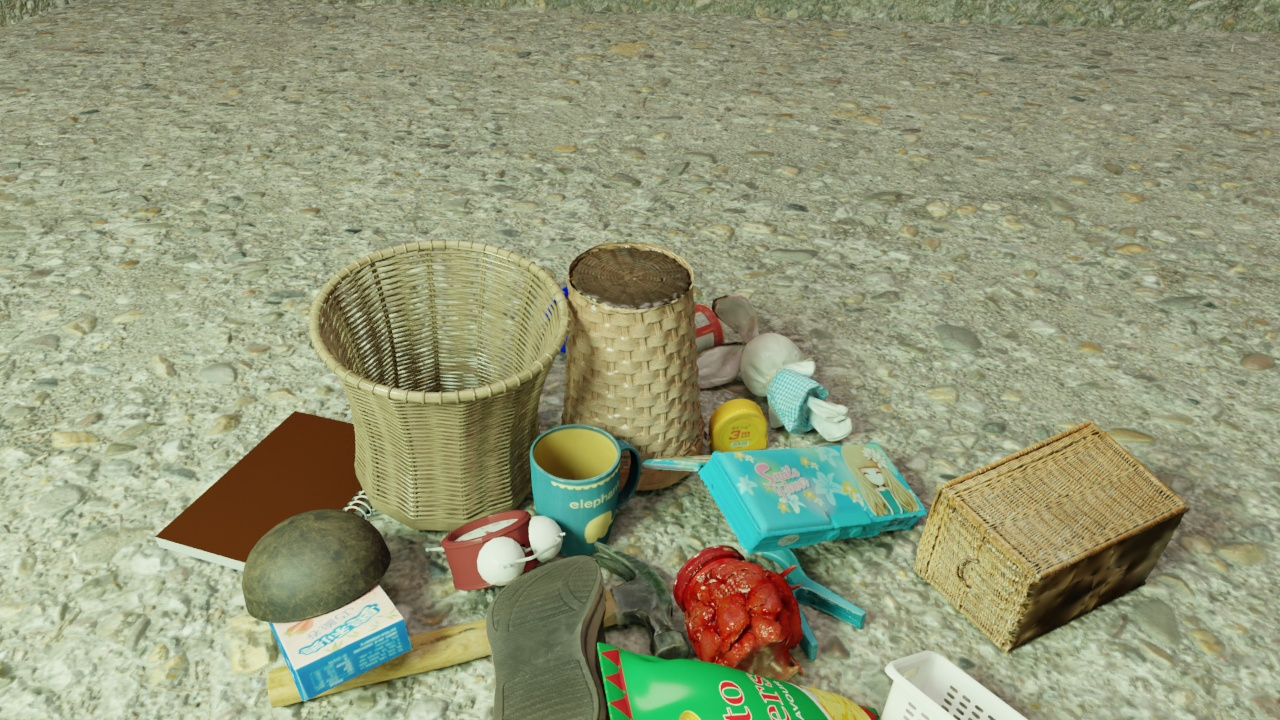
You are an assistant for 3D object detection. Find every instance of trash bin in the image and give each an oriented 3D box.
[{"bbox_3d":[-0.005,0.006,0.917,0.151,0.210,0.151,1,37,-1],"label":"trash bin"}]

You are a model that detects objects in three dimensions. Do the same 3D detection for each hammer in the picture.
[{"bbox_3d":[-0.135,0.231,0.766,0.330,0.033,0.132,-10,37,-13],"label":"hammer"}]

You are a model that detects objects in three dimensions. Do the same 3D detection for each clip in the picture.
[{"bbox_3d":[0.121,0.209,0.802,0.113,0.028,0.126,-14,37,-22],"label":"clip"}]

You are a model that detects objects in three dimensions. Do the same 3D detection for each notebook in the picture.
[{"bbox_3d":[-0.342,0.131,0.924,0.172,0.022,0.208,10,35,18],"label":"notebook"}]

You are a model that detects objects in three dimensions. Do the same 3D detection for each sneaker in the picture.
[{"bbox_3d":[-0.053,0.243,0.676,0.095,0.120,0.234,-18,24,-4],"label":"sneaker"}]

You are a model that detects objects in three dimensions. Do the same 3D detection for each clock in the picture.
[{"bbox_3d":[-0.123,0.166,0.808,0.125,0.044,0.086,-12,7,41],"label":"clock"}]

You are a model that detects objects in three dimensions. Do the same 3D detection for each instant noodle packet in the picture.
[{"bbox_3d":[0.096,0.286,0.591,0.252,0.090,0.195,21,26,-25],"label":"instant noodle packet"}]

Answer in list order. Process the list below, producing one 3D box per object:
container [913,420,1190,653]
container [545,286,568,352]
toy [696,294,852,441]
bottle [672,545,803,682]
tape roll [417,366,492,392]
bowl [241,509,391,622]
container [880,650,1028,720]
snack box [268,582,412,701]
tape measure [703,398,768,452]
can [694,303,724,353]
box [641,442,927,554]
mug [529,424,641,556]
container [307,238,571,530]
[{"bbox_3d":[0.355,0.153,0.803,0.198,0.114,0.112,-17,42,-21],"label":"container"},{"bbox_3d":[-0.054,-0.045,1.147,0.114,0.058,0.096,9,35,14],"label":"container"},{"bbox_3d":[0.164,0.015,1.032,0.105,0.131,0.205,-12,39,-44],"label":"toy"},{"bbox_3d":[0.088,0.210,0.748,0.098,0.099,0.111,-14,30,-19],"label":"bottle"},{"bbox_3d":[-0.211,0.044,1.041,0.094,0.030,0.093,0,34,0],"label":"tape roll"},{"bbox_3d":[-0.278,0.160,0.772,0.121,0.056,0.121,-10,19,3],"label":"bowl"},{"bbox_3d":[0.235,0.273,0.661,0.080,0.049,0.129,7,20,-47],"label":"container"},{"bbox_3d":[-0.254,0.212,0.754,0.087,0.033,0.154,-21,21,-27],"label":"snack box"},{"bbox_3d":[0.102,0.069,0.977,0.068,0.059,0.030,-7,35,-9],"label":"tape measure"},{"bbox_3d":[0.021,-0.016,1.087,0.169,0.067,0.067,-20,39,-33],"label":"can"},{"bbox_3d":[0.140,0.107,0.869,0.226,0.074,0.181,1,22,-37],"label":"box"},{"bbox_3d":[-0.047,0.121,0.862,0.112,0.104,0.084,-21,39,-31],"label":"mug"},{"bbox_3d":[-0.184,0.028,0.877,0.227,0.197,0.226,4,41,-4],"label":"container"}]
